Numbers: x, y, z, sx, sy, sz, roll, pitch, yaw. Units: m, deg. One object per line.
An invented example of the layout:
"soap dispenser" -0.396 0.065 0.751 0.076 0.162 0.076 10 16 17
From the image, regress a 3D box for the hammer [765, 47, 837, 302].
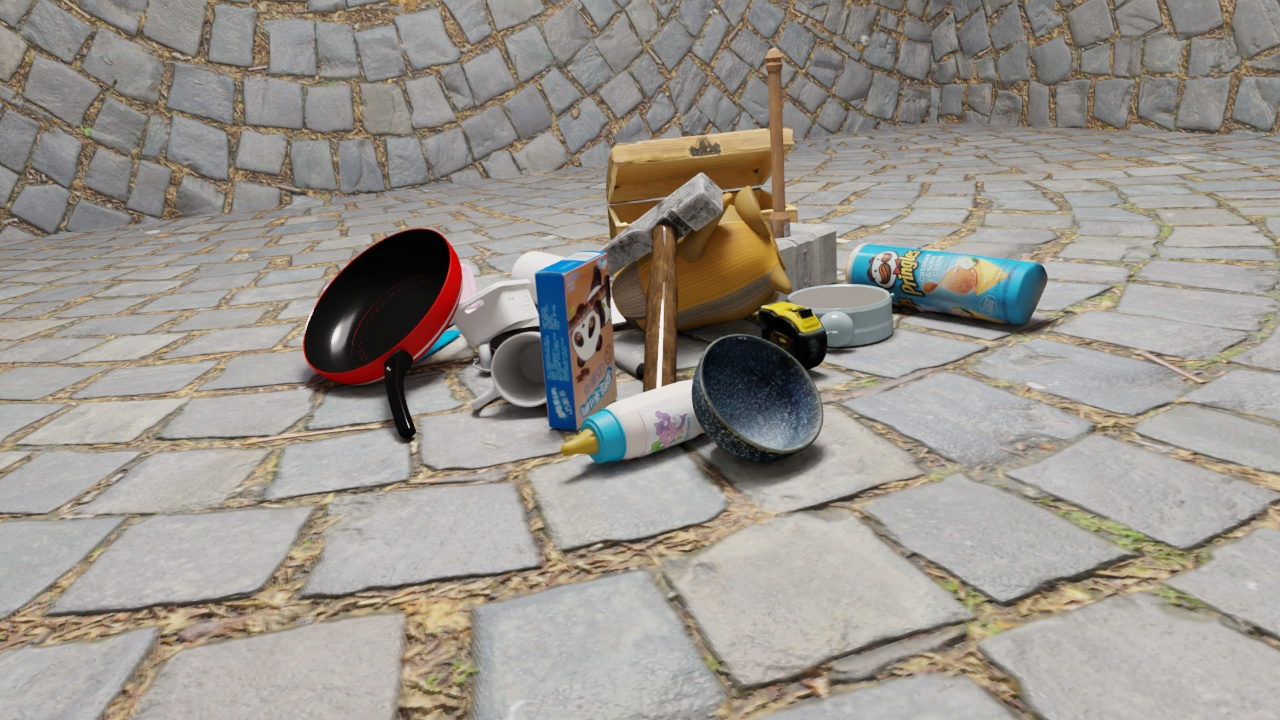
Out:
"hammer" 0.180 -0.241 1.200 0.083 0.318 0.162 12 25 42

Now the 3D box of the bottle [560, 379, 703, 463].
"bottle" -0.004 0.056 0.777 0.146 0.051 0.051 -16 21 -31

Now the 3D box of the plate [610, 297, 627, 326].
"plate" -0.050 -0.060 1.206 0.134 0.011 0.134 -5 18 1

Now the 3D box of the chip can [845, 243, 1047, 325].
"chip can" 0.358 -0.092 1.092 0.079 0.080 0.230 -19 23 -37

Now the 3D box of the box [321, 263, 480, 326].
"box" -0.321 -0.065 1.236 0.201 0.088 0.096 -12 -14 -21

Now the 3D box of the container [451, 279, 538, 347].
"container" -0.173 -0.056 1.103 0.081 0.049 0.129 -28 1 13

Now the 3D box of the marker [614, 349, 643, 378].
"marker" -0.006 0.006 0.993 0.022 0.016 0.139 21 3 -30

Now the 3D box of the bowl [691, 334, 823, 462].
"bowl" 0.088 0.040 0.761 0.114 0.061 0.114 14 51 -18

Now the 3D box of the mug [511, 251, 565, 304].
"mug" -0.113 -0.108 1.293 0.110 0.074 0.091 14 3 -39

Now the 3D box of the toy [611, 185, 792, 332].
"toy" 0.063 -0.108 1.101 0.203 0.198 0.162 -22 54 13

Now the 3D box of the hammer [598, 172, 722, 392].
"hammer" -0.005 -0.041 0.957 0.218 0.037 0.299 -33 36 32

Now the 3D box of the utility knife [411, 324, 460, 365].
"utility knife" -0.261 -0.019 1.137 0.031 0.015 0.173 5 19 14

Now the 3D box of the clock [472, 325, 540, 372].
"clock" -0.129 -0.007 1.028 0.122 0.035 0.095 -20 23 -35

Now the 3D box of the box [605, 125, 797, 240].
"box" 0.087 -0.258 1.464 0.279 0.215 0.257 -8 16 -3

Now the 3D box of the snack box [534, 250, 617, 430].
"snack box" -0.058 -0.020 0.860 0.034 0.151 0.087 5 21 24

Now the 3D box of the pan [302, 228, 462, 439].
"pan" -0.269 -0.020 1.000 0.209 0.067 0.356 -36 43 4

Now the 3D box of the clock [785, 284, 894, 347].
"clock" 0.220 -0.050 1.050 0.123 0.045 0.158 10 22 40

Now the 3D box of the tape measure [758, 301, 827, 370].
"tape measure" 0.155 -0.022 0.939 0.042 0.071 0.072 -13 13 -34

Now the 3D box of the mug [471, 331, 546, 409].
"mug" -0.122 0.016 0.926 0.107 0.071 0.089 -33 3 4
